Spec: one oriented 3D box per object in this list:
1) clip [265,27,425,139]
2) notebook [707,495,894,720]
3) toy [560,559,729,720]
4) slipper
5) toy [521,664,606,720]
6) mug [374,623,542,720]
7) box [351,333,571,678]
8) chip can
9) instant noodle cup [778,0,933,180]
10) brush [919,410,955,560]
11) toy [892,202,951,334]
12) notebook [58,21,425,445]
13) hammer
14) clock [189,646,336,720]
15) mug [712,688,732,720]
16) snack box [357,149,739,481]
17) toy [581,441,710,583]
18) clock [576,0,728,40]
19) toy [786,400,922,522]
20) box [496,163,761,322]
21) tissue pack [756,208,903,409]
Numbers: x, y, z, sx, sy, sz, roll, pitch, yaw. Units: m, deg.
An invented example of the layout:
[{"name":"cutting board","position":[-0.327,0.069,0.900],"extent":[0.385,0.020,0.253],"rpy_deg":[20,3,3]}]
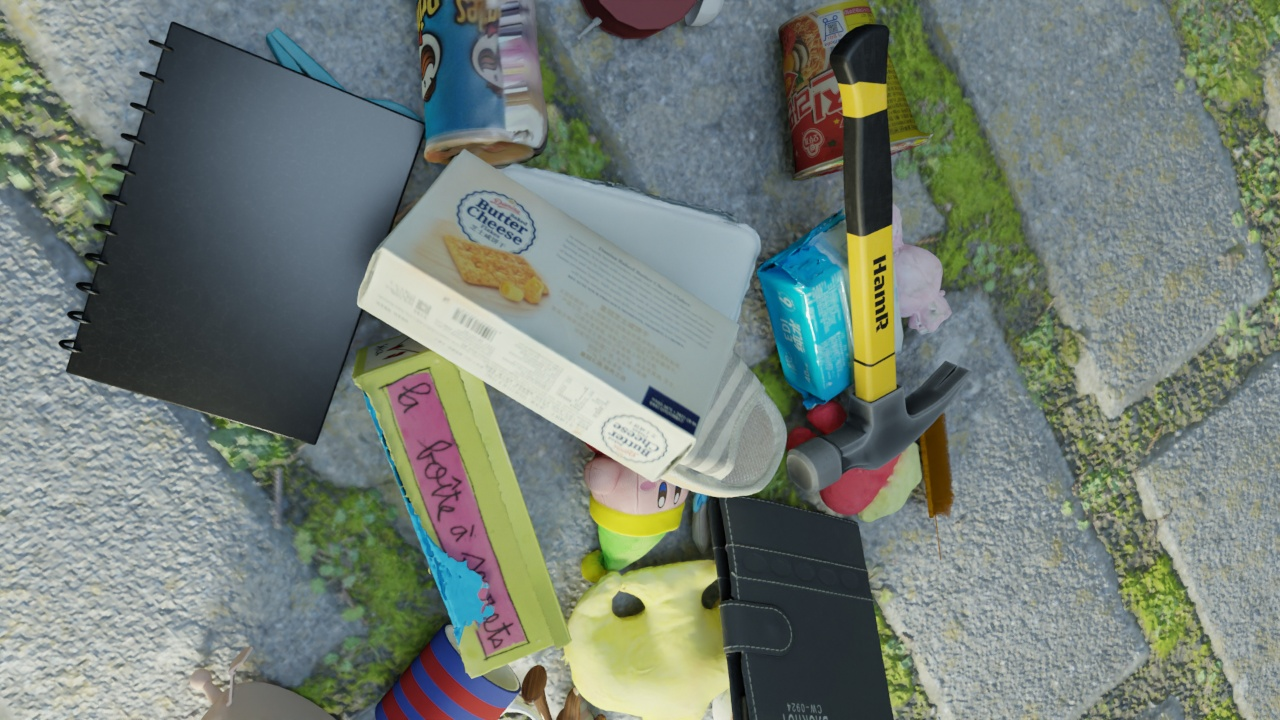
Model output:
[{"name":"clip","position":[-0.189,-0.161,0.616],"extent":[0.118,0.033,0.120],"rpy_deg":[-5,101,-13]},{"name":"notebook","position":[0.125,0.209,0.693],"extent":[0.169,0.030,0.208],"rpy_deg":[18,51,-34]},{"name":"toy","position":[0.022,0.223,0.719],"extent":[0.170,0.064,0.155],"rpy_deg":[-8,110,-14]},{"name":"slipper","position":[-0.004,0.004,0.637],"extent":[0.272,0.054,0.114],"rpy_deg":[32,66,-18]},{"name":"toy","position":[-0.054,0.289,0.724],"extent":[0.055,0.041,0.102],"rpy_deg":[-12,112,7]},{"name":"mug","position":[-0.126,0.258,0.670],"extent":[0.112,0.075,0.076],"rpy_deg":[40,86,1]},{"name":"box","position":[-0.121,0.089,0.628],"extent":[0.079,0.124,0.221],"rpy_deg":[-21,103,-11]},{"name":"chip can","position":[-0.106,-0.243,0.585],"extent":[0.079,0.080,0.229],"rpy_deg":[-5,92,-16]},{"name":"instant noodle cup","position":[0.147,-0.201,0.681],"extent":[0.100,0.100,0.112],"rpy_deg":[-18,95,-14]},{"name":"brush","position":[0.257,0.109,0.786],"extent":[0.017,0.048,0.126],"rpy_deg":[-4,104,26]},{"name":"toy","position":[0.208,-0.074,0.740],"extent":[0.063,0.047,0.110],"rpy_deg":[-39,104,-31]},{"name":"notebook","position":[-0.259,-0.076,0.596],"extent":[0.169,0.019,0.231],"rpy_deg":[19,99,-16]},{"name":"hammer","position":[0.166,-0.067,0.646],"extent":[0.169,0.034,0.325],"rpy_deg":[-24,121,-24]},{"name":"clock","position":[-0.232,0.272,0.617],"extent":[0.086,0.131,0.160],"rpy_deg":[-44,108,-6]},{"name":"mug","position":[0.114,0.301,0.741],"extent":[0.082,0.105,0.082],"rpy_deg":[-3,99,-16]},{"name":"snack box","position":[-0.050,-0.027,0.555],"extent":[0.208,0.058,0.104],"rpy_deg":[32,48,-8]},{"name":"toy","position":[-0.003,0.105,0.701],"extent":[0.124,0.097,0.131],"rpy_deg":[-3,88,-47]},{"name":"clock","position":[0.008,-0.275,0.647],"extent":[0.124,0.044,0.087],"rpy_deg":[-18,104,-13]},{"name":"toy","position":[0.178,0.082,0.756],"extent":[0.135,0.045,0.091],"rpy_deg":[29,88,-25]},{"name":"box","position":[-0.019,-0.081,0.669],"extent":[0.213,0.063,0.118],"rpy_deg":[13,98,-19]},{"name":"tissue pack","position":[0.146,-0.043,0.702],"extent":[0.092,0.062,0.144],"rpy_deg":[-31,126,-18]}]
